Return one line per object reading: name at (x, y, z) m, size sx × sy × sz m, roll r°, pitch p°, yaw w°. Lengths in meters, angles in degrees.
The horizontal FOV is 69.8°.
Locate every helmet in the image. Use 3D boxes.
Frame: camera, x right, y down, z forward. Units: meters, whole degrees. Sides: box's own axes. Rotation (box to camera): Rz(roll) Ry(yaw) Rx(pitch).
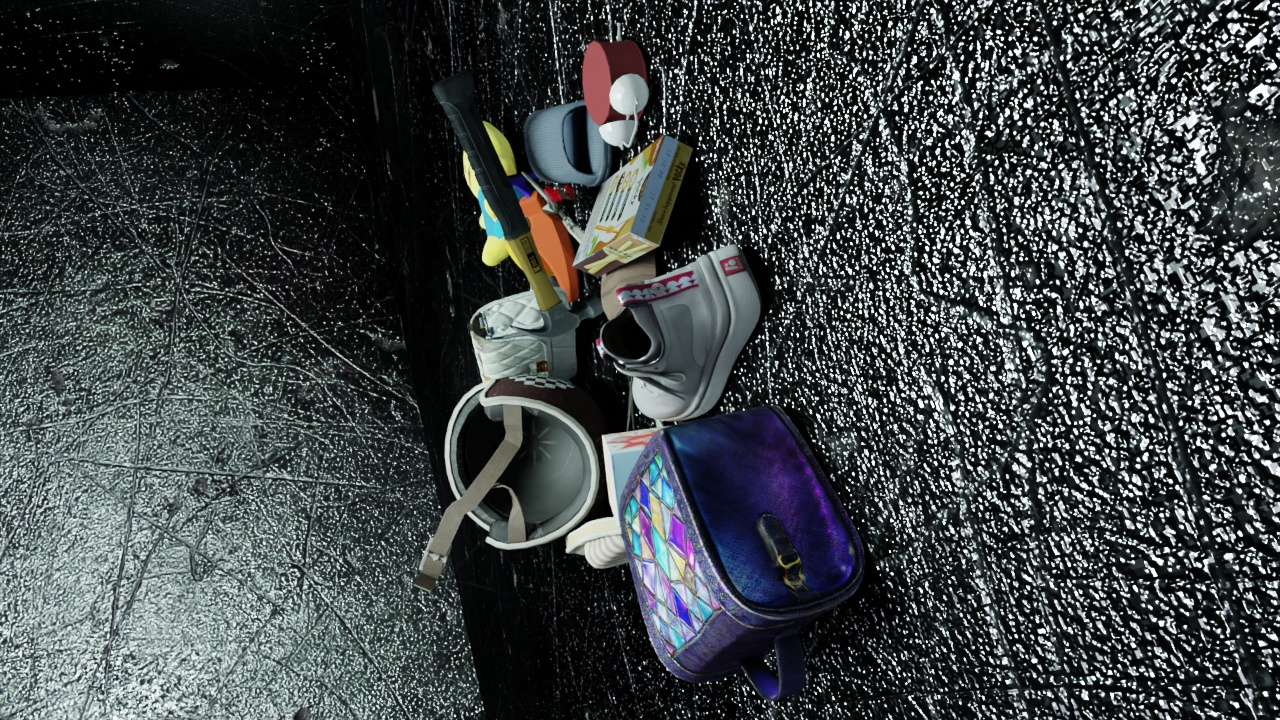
helmet at (-0.150, 0.137, 1.178) m, size 0.253 × 0.234 × 0.233 m, roll -92°, pitch 1°, yaw -83°

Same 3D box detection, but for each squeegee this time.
squeegee at (-0.124, -0.165, 1.225) m, size 0.249 × 0.055 × 0.185 m, roll -61°, pitch -49°, yaw -73°

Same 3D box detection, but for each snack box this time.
snack box at (0.013, 0.115, 0.937) m, size 0.095 × 0.093 × 0.079 m, roll -130°, pitch 33°, yaw -81°
snack box at (-0.013, -0.151, 0.932) m, size 0.186 × 0.031 × 0.101 m, roll -11°, pitch 58°, yaw 69°

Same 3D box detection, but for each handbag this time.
handbag at (0.080, 0.173, 0.772) m, size 0.205 × 0.125 × 0.221 m, roll 114°, pitch 140°, yaw -56°
handbag at (-0.154, -0.015, 1.242) m, size 0.195 × 0.138 × 0.072 m, roll 93°, pitch 159°, yaw -64°

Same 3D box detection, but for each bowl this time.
bowl at (-0.019, -0.082, 1.010) m, size 0.119 × 0.032 × 0.119 m, roll -178°, pitch 90°, yaw -70°

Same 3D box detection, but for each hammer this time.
hammer at (-0.156, -0.174, 1.091) m, size 0.025 × 0.117 × 0.333 m, roll 21°, pitch 139°, yaw 60°

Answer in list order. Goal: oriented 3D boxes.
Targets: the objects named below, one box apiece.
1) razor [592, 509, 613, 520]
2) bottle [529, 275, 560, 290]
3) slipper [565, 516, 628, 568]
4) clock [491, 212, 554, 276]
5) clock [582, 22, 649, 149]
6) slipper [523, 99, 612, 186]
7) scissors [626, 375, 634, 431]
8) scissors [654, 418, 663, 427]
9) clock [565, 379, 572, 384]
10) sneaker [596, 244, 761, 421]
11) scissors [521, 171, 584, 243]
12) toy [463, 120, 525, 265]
razor at (-0.063, 0.236, 1.282) m, size 0.064 × 0.053 × 0.141 m, roll 51°, pitch 161°, yaw -19°
bottle at (-0.135, -0.073, 1.329) m, size 0.047 × 0.047 × 0.112 m, roll -140°, pitch 44°, yaw -60°
slipper at (-0.014, 0.211, 1.054) m, size 0.264 × 0.115 × 0.052 m, roll 145°, pitch 125°, yaw -62°
clock at (-0.156, -0.167, 1.279) m, size 0.044 × 0.099 × 0.129 m, roll -36°, pitch 79°, yaw 28°
clock at (-0.024, -0.280, 0.952) m, size 0.087 × 0.044 × 0.124 m, roll 117°, pitch 138°, yaw -58°
slipper at (-0.105, -0.259, 1.123) m, size 0.264 × 0.082 × 0.101 m, roll -158°, pitch 58°, yaw -67°
scissors at (-0.011, 0.001, 1.062) m, size 0.153 × 0.012 × 0.164 m, roll -109°, pitch 24°, yaw -47°
scissors at (0.016, 0.041, 1.033) m, size 0.141 × 0.014 × 0.165 m, roll -133°, pitch 39°, yaw -60°
clock at (-0.137, 0.072, 1.341) m, size 0.052 × 0.088 × 0.125 m, roll 100°, pitch 154°, yaw -53°
sneaker at (0.014, -0.008, 0.860) m, size 0.264 × 0.128 × 0.096 m, roll 115°, pitch 141°, yaw -59°
scissors at (-0.081, -0.165, 1.092) m, size 0.179 × 0.015 × 0.200 m, roll 51°, pitch 171°, yaw -7°
toy at (-0.225, -0.272, 1.427) m, size 0.149 × 0.084 × 0.213 m, roll 112°, pitch 145°, yaw -52°
